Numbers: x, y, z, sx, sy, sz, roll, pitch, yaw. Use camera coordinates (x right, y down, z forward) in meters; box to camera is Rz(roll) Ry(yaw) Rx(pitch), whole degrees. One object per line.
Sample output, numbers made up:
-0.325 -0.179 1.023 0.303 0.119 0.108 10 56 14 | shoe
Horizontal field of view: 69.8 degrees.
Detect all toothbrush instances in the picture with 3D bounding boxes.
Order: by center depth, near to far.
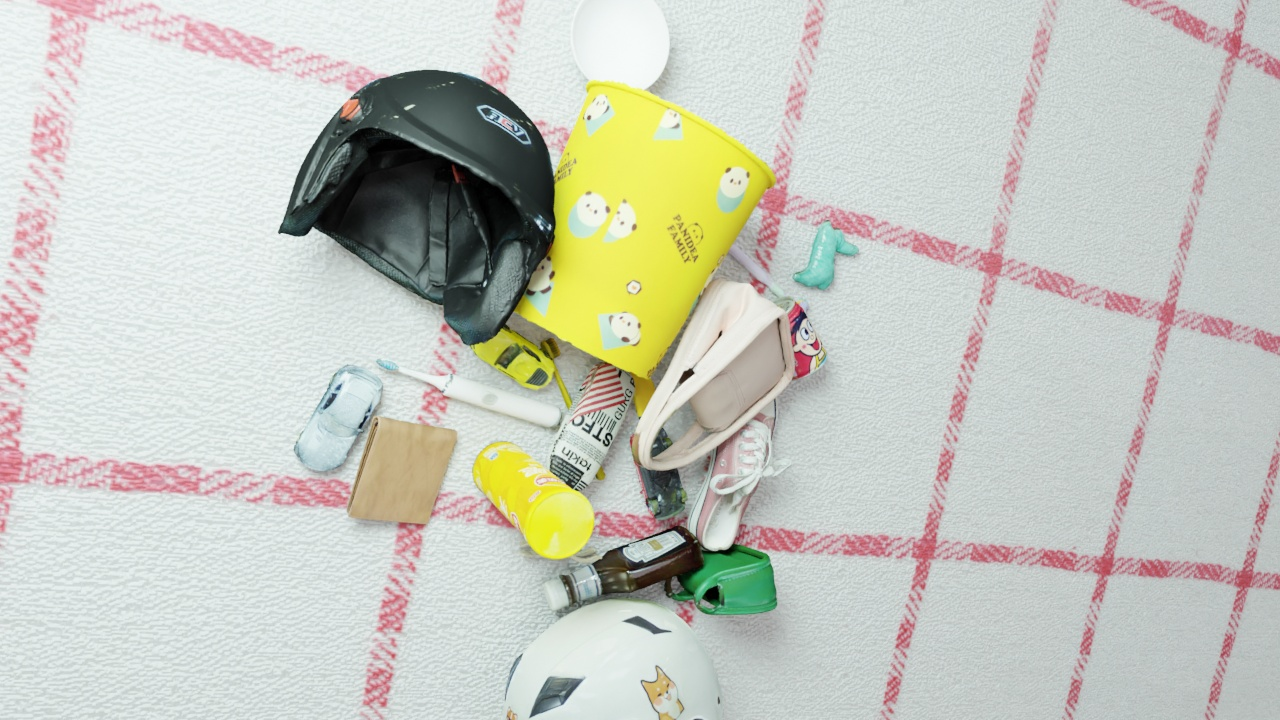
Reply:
-0.193 0.035 1.041 0.221 0.026 0.026 20 80 -26 | toothbrush
-0.078 0.060 1.105 0.016 0.016 0.190 -29 110 -25 | toothbrush
0.148 -0.120 1.179 0.189 0.029 0.021 36 120 -24 | toothbrush

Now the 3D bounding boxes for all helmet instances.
-0.194 -0.165 0.879 0.233 0.276 0.229 32 58 -31 | helmet
-0.041 0.365 1.065 0.273 0.230 0.157 -9 92 -30 | helmet

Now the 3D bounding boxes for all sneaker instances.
0.132 0.133 1.172 0.118 0.088 0.241 21 85 -27 | sneaker

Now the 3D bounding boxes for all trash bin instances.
-0.014 -0.133 0.998 0.229 0.230 0.255 27 92 -26 | trash bin

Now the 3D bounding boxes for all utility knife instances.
-0.007 0.007 1.130 0.033 0.015 0.156 -24 107 -26 | utility knife

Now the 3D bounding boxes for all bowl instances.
-0.033 -0.355 1.030 0.118 0.065 0.118 -4 100 -24 | bowl

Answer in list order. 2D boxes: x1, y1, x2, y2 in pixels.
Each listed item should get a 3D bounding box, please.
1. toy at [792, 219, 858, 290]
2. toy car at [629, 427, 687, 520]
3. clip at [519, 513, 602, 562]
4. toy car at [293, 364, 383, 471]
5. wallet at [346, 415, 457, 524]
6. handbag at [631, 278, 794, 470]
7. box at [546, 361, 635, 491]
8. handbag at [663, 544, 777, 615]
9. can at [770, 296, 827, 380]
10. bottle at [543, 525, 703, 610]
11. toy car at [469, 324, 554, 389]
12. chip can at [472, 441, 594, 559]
0.249 -0.138 1.218 0.096 0.030 0.092 11 96 -32 | toy
0.021 0.140 1.147 0.052 0.045 0.120 -18 100 -19 | toy car
-0.089 0.230 1.118 0.102 0.035 0.095 -32 109 -12 | clip
-0.322 0.062 0.981 0.054 0.037 0.120 31 88 -26 | toy car
-0.263 0.123 1.015 0.101 0.020 0.115 16 94 -42 | wallet
0.077 0.036 1.076 0.234 0.093 0.193 -50 152 -10 | handbag
-0.056 0.077 1.082 0.069 0.052 0.164 29 75 -18 | box
0.103 0.283 1.164 0.120 0.131 0.068 -11 93 -19 | handbag
0.193 -0.029 1.188 0.066 0.066 0.094 -39 112 -15 | can
-0.022 0.258 1.128 0.194 0.080 0.044 -16 105 -18 | bottle
-0.145 -0.004 1.047 0.105 0.032 0.048 36 103 -24 | toy car
-0.120 0.144 0.989 0.072 0.213 0.072 -4 101 -24 | chip can
